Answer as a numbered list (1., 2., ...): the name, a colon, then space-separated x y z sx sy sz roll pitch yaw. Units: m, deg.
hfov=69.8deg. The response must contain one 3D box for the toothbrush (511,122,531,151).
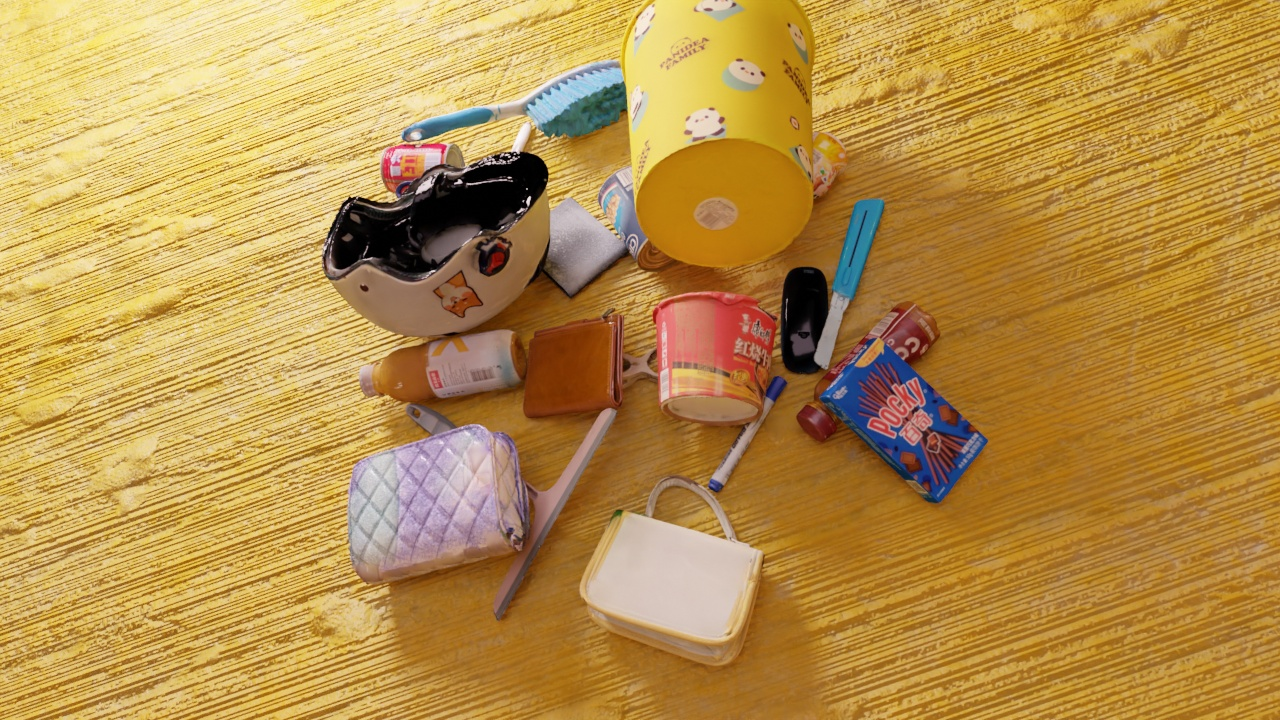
1. toothbrush: -0.178 -0.243 1.202 0.016 0.016 0.179 14 67 15

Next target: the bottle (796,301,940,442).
1. bottle: 0.238 0.013 0.969 0.174 0.057 0.057 -43 64 -10

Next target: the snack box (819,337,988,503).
1. snack box: 0.265 0.060 0.922 0.157 0.026 0.084 43 77 -1

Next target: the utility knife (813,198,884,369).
1. utility knife: 0.233 -0.090 1.033 0.034 0.018 0.237 14 63 16

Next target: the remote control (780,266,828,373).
1. remote control: 0.184 -0.050 1.030 0.053 0.024 0.136 2 65 9

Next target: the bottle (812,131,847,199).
1. bottle: 0.195 -0.218 1.088 0.063 0.063 0.108 34 74 24

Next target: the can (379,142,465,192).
1. can: -0.284 -0.249 1.198 0.094 0.066 0.066 1 64 12

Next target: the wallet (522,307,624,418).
1. wallet: -0.075 0.000 1.016 0.131 0.035 0.119 -9 68 37

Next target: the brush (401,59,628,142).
1. brush: -0.148 -0.322 1.193 0.314 0.061 0.109 -27 55 -16

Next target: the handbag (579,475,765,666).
1. handbag: 0.042 0.202 0.924 0.163 0.063 0.178 13 53 17

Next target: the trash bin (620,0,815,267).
1. trash bin: 0.089 -0.256 1.011 0.230 0.230 0.254 -5 53 9

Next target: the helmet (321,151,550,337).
1. helmet: -0.219 -0.119 1.066 0.273 0.157 0.230 -25 38 -12

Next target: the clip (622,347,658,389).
1. clip: -0.006 0.011 1.036 0.100 0.035 0.071 -8 62 -2

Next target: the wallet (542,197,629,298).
1. wallet: -0.086 -0.142 1.134 0.097 0.019 0.121 -40 62 -11

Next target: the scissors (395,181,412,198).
1. scissors: -0.249 -0.167 1.165 0.164 0.012 0.162 -42 86 9

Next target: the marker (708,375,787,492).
1. marker: 0.115 0.078 0.985 0.017 0.017 0.145 27 72 22

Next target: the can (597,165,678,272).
1. can: 0.004 -0.171 1.097 0.075 0.075 0.111 -29 62 -4

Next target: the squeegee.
1. squeegee: -0.170 0.111 1.014 0.250 0.040 0.247 30 90 29

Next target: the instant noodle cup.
1. instant noodle cup: 0.075 0.004 0.969 0.138 0.138 0.108 1 71 12

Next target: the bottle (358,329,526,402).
1. bottle: -0.229 0.010 1.059 0.190 0.068 0.068 -9 63 7

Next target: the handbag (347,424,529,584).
1. handbag: -0.211 0.151 0.958 0.194 0.075 0.134 -17 67 23
